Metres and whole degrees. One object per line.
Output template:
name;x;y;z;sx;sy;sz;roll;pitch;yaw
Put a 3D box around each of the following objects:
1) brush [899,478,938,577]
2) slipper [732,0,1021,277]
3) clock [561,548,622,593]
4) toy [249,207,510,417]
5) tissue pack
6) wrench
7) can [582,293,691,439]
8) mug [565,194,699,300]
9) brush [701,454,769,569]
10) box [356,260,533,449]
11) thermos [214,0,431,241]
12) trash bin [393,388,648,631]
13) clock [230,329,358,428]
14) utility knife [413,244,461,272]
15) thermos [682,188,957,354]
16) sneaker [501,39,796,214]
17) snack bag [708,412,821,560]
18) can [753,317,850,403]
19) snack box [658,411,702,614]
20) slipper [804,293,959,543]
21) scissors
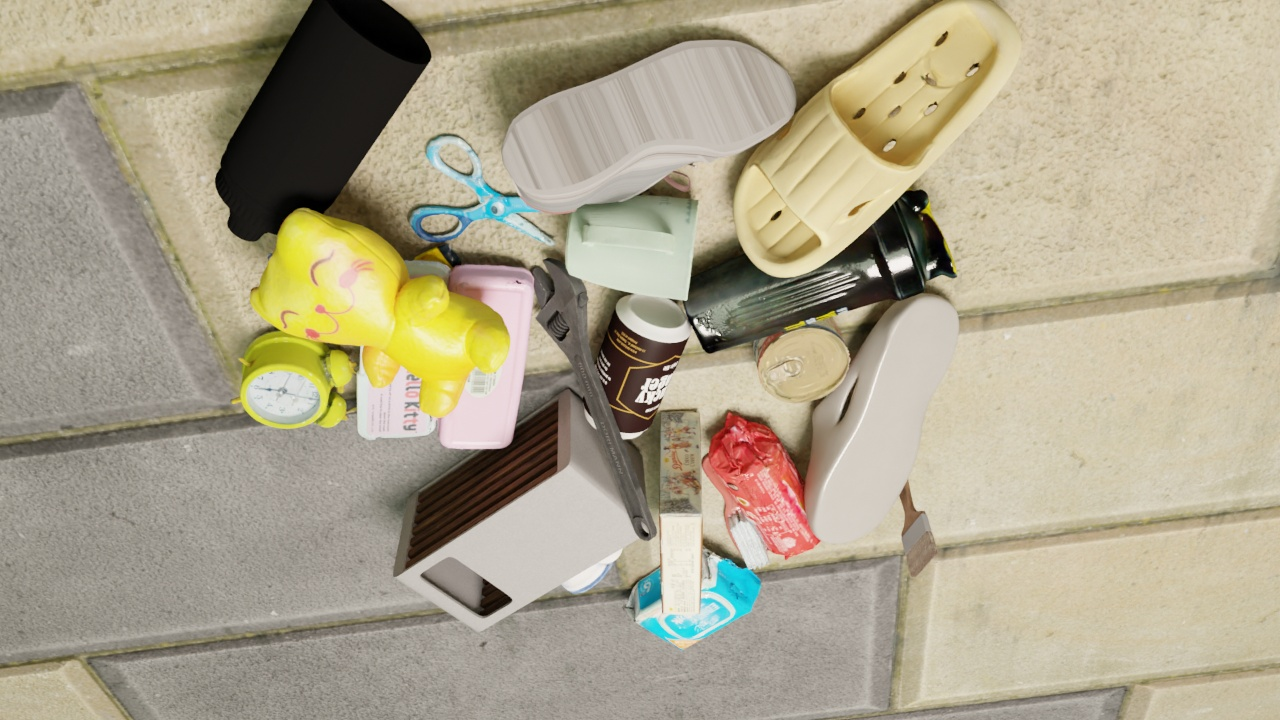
brush;0.271;0.146;0.927;0.008;0.142;0.045;12;133;-11
slipper;0.167;-0.177;0.698;0.262;0.111;0.079;-42;161;17
clock;-0.054;0.190;0.973;0.126;0.088;0.052;-39;114;23
toy;-0.200;-0.045;0.732;0.193;0.087;0.135;29;135;-18
tissue pack;0.060;0.274;1.058;0.145;0.061;0.093;-38;120;22
wrench;-0.038;0.038;0.825;0.073;0.018;0.273;-10;103;50
can;-0.005;0.005;0.848;0.072;0.071;0.129;13;125;-13
mug;-0.008;-0.097;0.751;0.104;0.111;0.084;7;94;2
brush;0.106;0.168;1.003;0.041;0.030;0.172;-19;125;10
box;-0.180;0.000;0.838;0.152;0.037;0.202;1;127;-17
thermos;-0.247;-0.174;0.688;0.086;0.086;0.199;32;118;-25
trash bin;-0.120;0.154;0.923;0.229;0.114;0.114;-34;122;19
clock;-0.312;0.020;0.848;0.119;0.057;0.083;9;124;-19
utility knife;-0.227;-0.058;0.819;0.159;0.017;0.030;-31;118;14
thermos;0.148;-0.076;0.791;0.221;0.098;0.098;-20;126;17
sneaker;0.003;-0.175;0.717;0.236;0.089;0.099;-19;90;-12
snack bag;0.134;0.134;0.948;0.082;0.082;0.176;-25;125;14
can;0.151;-0.005;0.869;0.086;0.043;0.086;-2;126;-3
snack box;0.041;0.150;0.913;0.041;0.146;0.143;0;128;3
slipper;0.222;0.050;0.905;0.112;0.080;0.266;2;114;-31
scissors;-0.134;-0.124;0.782;0.140;0.013;0.118;31;118;-26
